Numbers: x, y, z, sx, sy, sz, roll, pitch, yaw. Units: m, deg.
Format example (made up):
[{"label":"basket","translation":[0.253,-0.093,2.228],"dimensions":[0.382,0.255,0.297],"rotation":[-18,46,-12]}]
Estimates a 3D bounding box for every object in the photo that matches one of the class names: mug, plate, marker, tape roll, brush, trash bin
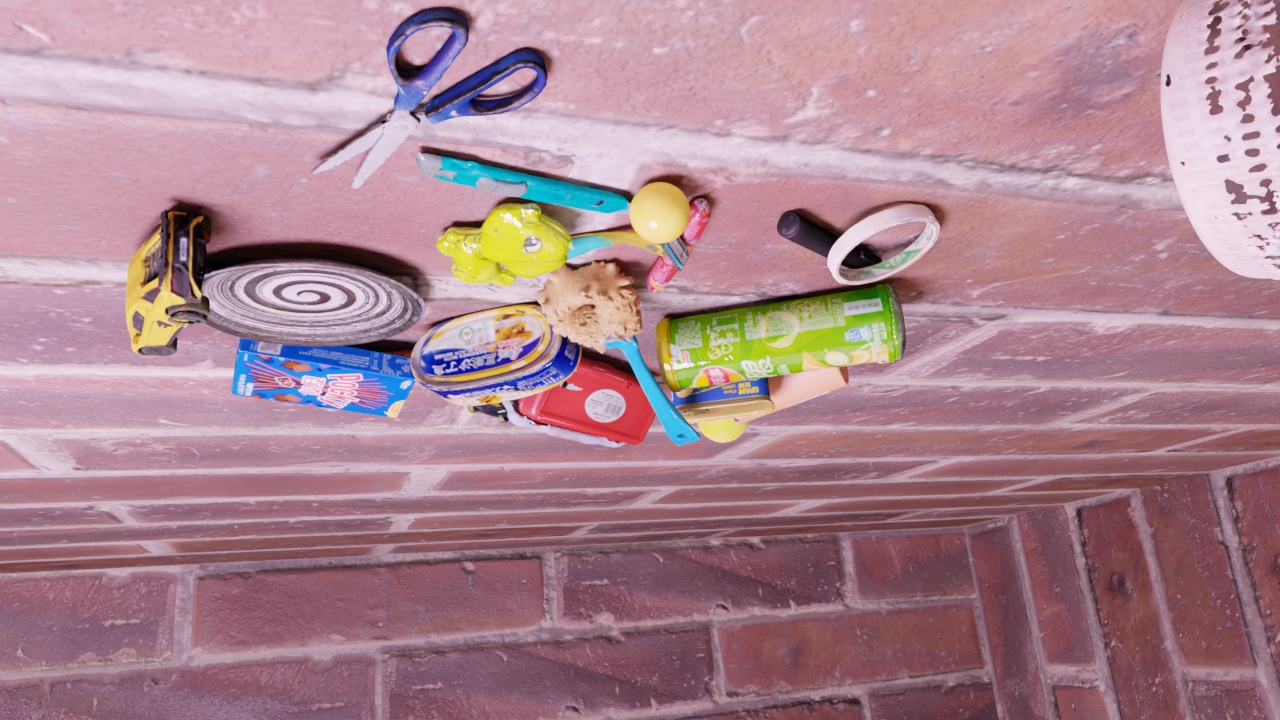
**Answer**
[{"label":"mug","translation":[0.152,0.015,0.967],"dimensions":[0.123,0.078,0.078],"rotation":[-17,160,22]},{"label":"plate","translation":[-0.261,-0.049,0.723],"dimensions":[0.179,0.024,0.180],"rotation":[-3,162,-1]},{"label":"marker","translation":[0.150,-0.088,0.714],"dimensions":[0.022,0.020,0.131],"rotation":[-7,166,40]},{"label":"tape roll","translation":[0.186,-0.087,0.702],"dimensions":[0.085,0.014,0.086],"rotation":[-16,154,-8]},{"label":"brush","translation":[-0.005,0.005,0.799],"dimensions":[0.083,0.045,0.255],"rotation":[-18,135,16]},{"label":"trash bin","translation":[0.349,-0.120,0.384],"dimensions":[0.227,0.227,0.193],"rotation":[7,172,-35]}]

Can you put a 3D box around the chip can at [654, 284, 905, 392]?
[{"label":"chip can","translation":[0.129,-0.020,0.844],"dimensions":[0.221,0.072,0.072],"rotation":[-8,163,12]}]

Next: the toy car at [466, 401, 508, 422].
[{"label":"toy car","translation":[-0.158,0.047,1.040],"dimensions":[0.043,0.036,0.091],"rotation":[-12,163,27]}]

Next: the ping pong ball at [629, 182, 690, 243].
[{"label":"ping pong ball","translation":[0.013,-0.098,0.609],"dimensions":[0.040,0.040,0.040],"rotation":[-5,163,-2]}]

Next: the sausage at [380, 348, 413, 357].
[{"label":"sausage","translation":[-0.279,0.005,0.895],"dimensions":[0.165,0.021,0.021],"rotation":[-6,163,3]}]

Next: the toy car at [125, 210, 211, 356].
[{"label":"toy car","translation":[-0.326,-0.047,0.626],"dimensions":[0.041,0.071,0.156],"rotation":[6,161,-37]}]

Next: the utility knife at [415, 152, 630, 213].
[{"label":"utility knife","translation":[-0.068,-0.110,0.592],"dimensions":[0.164,0.013,0.029],"rotation":[6,163,-31]}]

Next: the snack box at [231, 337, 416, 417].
[{"label":"snack box","translation":[-0.295,0.015,0.859],"dimensions":[0.157,0.026,0.085],"rotation":[11,147,-23]}]

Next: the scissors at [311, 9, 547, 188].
[{"label":"scissors","translation":[-0.130,-0.135,0.492],"dimensions":[0.171,0.012,0.141],"rotation":[-10,162,11]}]

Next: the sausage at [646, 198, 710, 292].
[{"label":"sausage","translation":[0.027,-0.084,0.697],"dimensions":[0.020,0.020,0.156],"rotation":[-1,163,-13]}]

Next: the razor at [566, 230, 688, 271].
[{"label":"razor","translation":[-0.033,-0.080,0.673],"dimensions":[0.133,0.028,0.043],"rotation":[-5,158,21]}]

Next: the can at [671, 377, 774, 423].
[{"label":"can","translation":[0.078,0.013,0.918],"dimensions":[0.102,0.083,0.057],"rotation":[-7,163,8]}]

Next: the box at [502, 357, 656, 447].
[{"label":"box","translation":[-0.076,0.037,0.999],"dimensions":[0.099,0.095,0.201],"rotation":[27,-176,37]}]

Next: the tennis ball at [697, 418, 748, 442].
[{"label":"tennis ball","translation":[0.102,0.069,1.137],"dimensions":[0.065,0.065,0.065],"rotation":[-5,163,-2]}]

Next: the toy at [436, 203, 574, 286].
[{"label":"toy","translation":[-0.093,-0.080,0.650],"dimensions":[0.100,0.031,0.097],"rotation":[1,153,9]}]

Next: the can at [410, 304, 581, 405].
[{"label":"can","translation":[-0.129,-0.005,0.819],"dimensions":[0.148,0.074,0.049],"rotation":[-11,159,16]}]
